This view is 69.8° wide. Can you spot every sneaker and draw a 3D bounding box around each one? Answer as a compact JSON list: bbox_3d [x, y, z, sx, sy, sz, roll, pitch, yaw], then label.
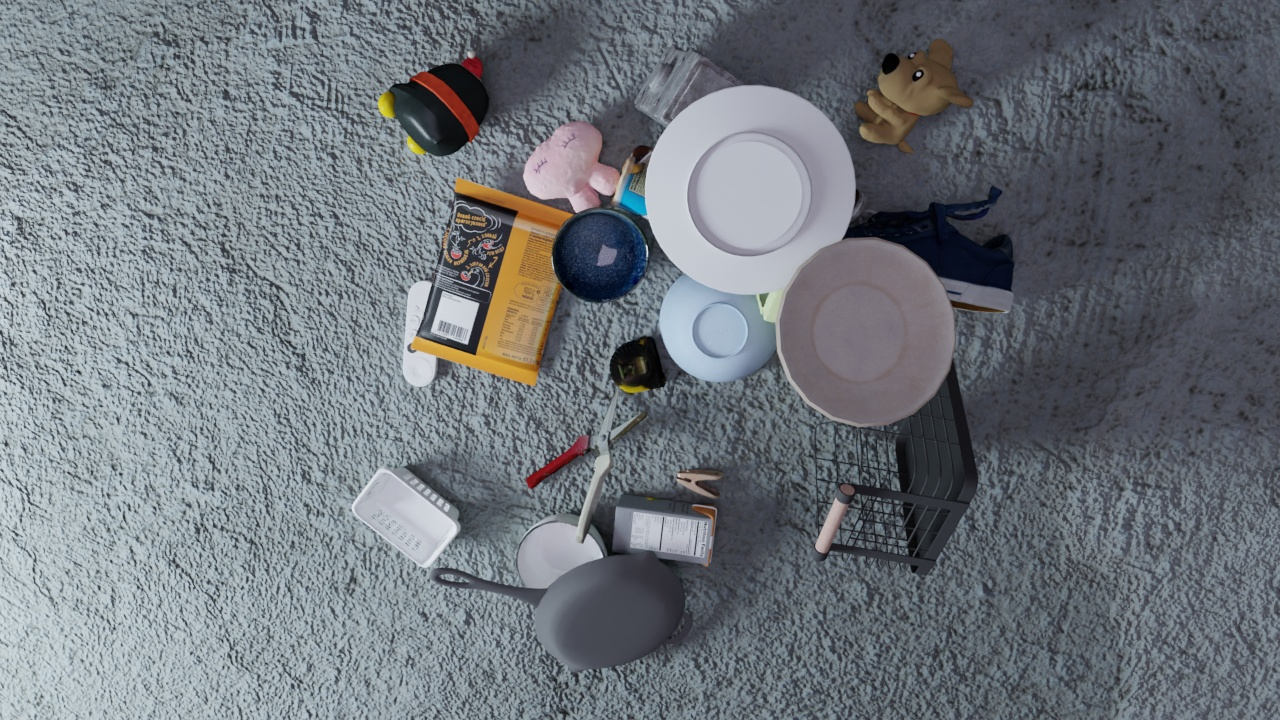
[{"bbox_3d":[0.292,-0.135,1.003,0.294,0.121,0.127,8,91,-20],"label":"sneaker"}]

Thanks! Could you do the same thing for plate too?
[{"bbox_3d":[0.225,-0.029,0.925,0.188,0.027,0.188,0,89,-9],"label":"plate"},{"bbox_3d":[0.107,-0.164,0.911,0.209,0.015,0.209,3,111,7],"label":"plate"}]

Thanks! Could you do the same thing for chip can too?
[{"bbox_3d":[0.085,-0.170,1.062,0.229,0.079,0.080,24,103,0],"label":"chip can"}]

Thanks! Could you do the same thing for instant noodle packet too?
[{"bbox_3d":[-0.176,-0.093,1.126,0.160,0.032,0.221,17,103,-4],"label":"instant noodle packet"}]

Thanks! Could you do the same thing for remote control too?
[{"bbox_3d":[-0.275,-0.034,1.161,0.043,0.013,0.136,8,102,5],"label":"remote control"}]

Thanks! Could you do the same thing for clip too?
[{"bbox_3d":[0.075,0.158,1.157,0.061,0.024,0.041,0,100,16],"label":"clip"}]

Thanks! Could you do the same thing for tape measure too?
[{"bbox_3d":[-0.007,0.007,1.126,0.063,0.038,0.067,-13,100,9],"label":"tape measure"}]

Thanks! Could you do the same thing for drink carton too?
[{"bbox_3d":[0.031,0.213,1.158,0.125,0.048,0.076,7,102,5],"label":"drink carton"}]

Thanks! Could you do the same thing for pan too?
[{"bbox_3d":[-0.089,0.306,1.129,0.354,0.024,0.217,20,114,-23],"label":"pan"}]

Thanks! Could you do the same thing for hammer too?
[{"bbox_3d":[0.150,-0.229,1.024,0.326,0.176,0.079,29,103,-19],"label":"hammer"}]

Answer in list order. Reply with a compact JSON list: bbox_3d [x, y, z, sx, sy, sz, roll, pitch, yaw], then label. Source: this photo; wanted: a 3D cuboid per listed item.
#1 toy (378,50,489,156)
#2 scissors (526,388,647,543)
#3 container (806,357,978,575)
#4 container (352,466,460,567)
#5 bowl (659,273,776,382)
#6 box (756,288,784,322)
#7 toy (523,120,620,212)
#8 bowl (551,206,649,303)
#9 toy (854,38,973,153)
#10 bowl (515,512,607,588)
[{"bbox_3d":[-0.225,-0.297,1.065,0.119,0.100,0.097,-47,138,-10],"label":"toy"},{"bbox_3d":[-0.064,0.135,1.127,0.199,0.179,0.015,-31,138,25],"label":"scissors"},{"bbox_3d":[0.261,0.100,1.005,0.130,0.240,0.163,10,132,0],"label":"container"},{"bbox_3d":[-0.298,0.197,1.192,0.129,0.049,0.081,39,103,-2],"label":"container"},{"bbox_3d":[0.094,-0.040,1.087,0.150,0.074,0.150,1,102,7],"label":"bowl"},{"bbox_3d":[0.226,-0.055,1.014,0.188,0.130,0.064,9,92,-8],"label":"box"},{"bbox_3d":[-0.077,-0.223,1.084,0.105,0.053,0.108,41,102,-17],"label":"toy"},{"bbox_3d":[-0.050,-0.130,1.088,0.114,0.060,0.114,-3,109,-8],"label":"bowl"},{"bbox_3d":[0.295,-0.288,1.011,0.105,0.133,0.108,25,132,-21],"label":"toy"},{"bbox_3d":[-0.097,0.247,1.171,0.116,0.065,0.116,1,102,6],"label":"bowl"}]
